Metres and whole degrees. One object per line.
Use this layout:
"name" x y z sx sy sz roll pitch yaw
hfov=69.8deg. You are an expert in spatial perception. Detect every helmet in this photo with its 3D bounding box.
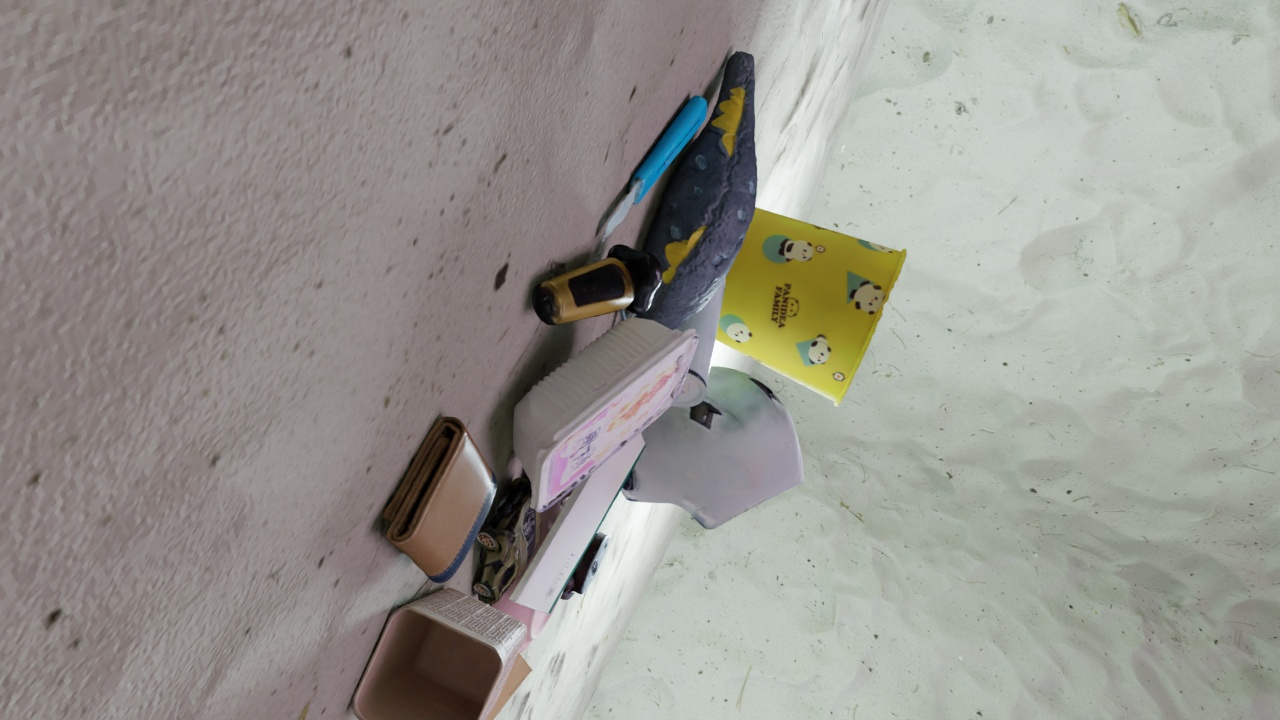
"helmet" 0.075 0.082 1.136 0.228 0.259 0.146 -14 115 -37

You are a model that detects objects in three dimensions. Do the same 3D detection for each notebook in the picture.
"notebook" -0.171 0.328 0.870 0.149 0.012 0.212 -51 157 -23
"notebook" -0.054 0.154 0.915 0.208 0.012 0.150 -60 165 -14

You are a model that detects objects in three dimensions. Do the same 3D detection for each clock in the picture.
"clock" -0.086 0.262 1.172 0.121 0.055 0.082 -61 169 -24

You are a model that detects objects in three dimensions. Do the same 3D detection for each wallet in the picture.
"wallet" -0.132 0.096 0.615 0.115 0.033 0.090 88 25 -66

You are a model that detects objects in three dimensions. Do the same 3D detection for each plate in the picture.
"plate" -0.109 0.236 0.989 0.192 0.039 0.192 20 89 -79

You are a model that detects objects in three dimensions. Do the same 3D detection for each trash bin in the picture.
"trash bin" 0.198 -0.091 1.258 0.229 0.255 0.229 25 89 -80

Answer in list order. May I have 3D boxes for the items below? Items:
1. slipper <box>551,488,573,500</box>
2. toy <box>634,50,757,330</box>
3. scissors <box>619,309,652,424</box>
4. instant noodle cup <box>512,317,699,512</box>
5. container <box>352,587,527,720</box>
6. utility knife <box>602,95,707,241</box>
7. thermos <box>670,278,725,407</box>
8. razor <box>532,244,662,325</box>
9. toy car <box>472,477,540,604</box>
"slipper" -0.045 0.078 0.958 0.273 0.054 0.114 -42 154 -71
"toy" 0.053 -0.133 0.930 0.137 0.091 0.357 -116 -135 -66
"scissors" -0.006 0.005 0.953 0.064 0.017 0.135 -115 -168 -59
"instant noodle cup" -0.037 0.036 0.761 0.173 0.060 0.138 -37 162 -25
"container" -0.145 0.231 0.700 0.111 0.090 0.090 26 88 -83
"utility knife" 0.013 -0.170 0.800 0.202 0.018 0.034 -57 167 -36
"thermos" 0.060 -0.051 1.057 0.073 0.073 0.223 101 2 -51
"razor" -0.033 -0.057 0.714 0.167 0.068 0.062 -27 97 -65
"toy car" -0.118 0.167 0.830 0.070 0.042 0.158 -57 169 -41
